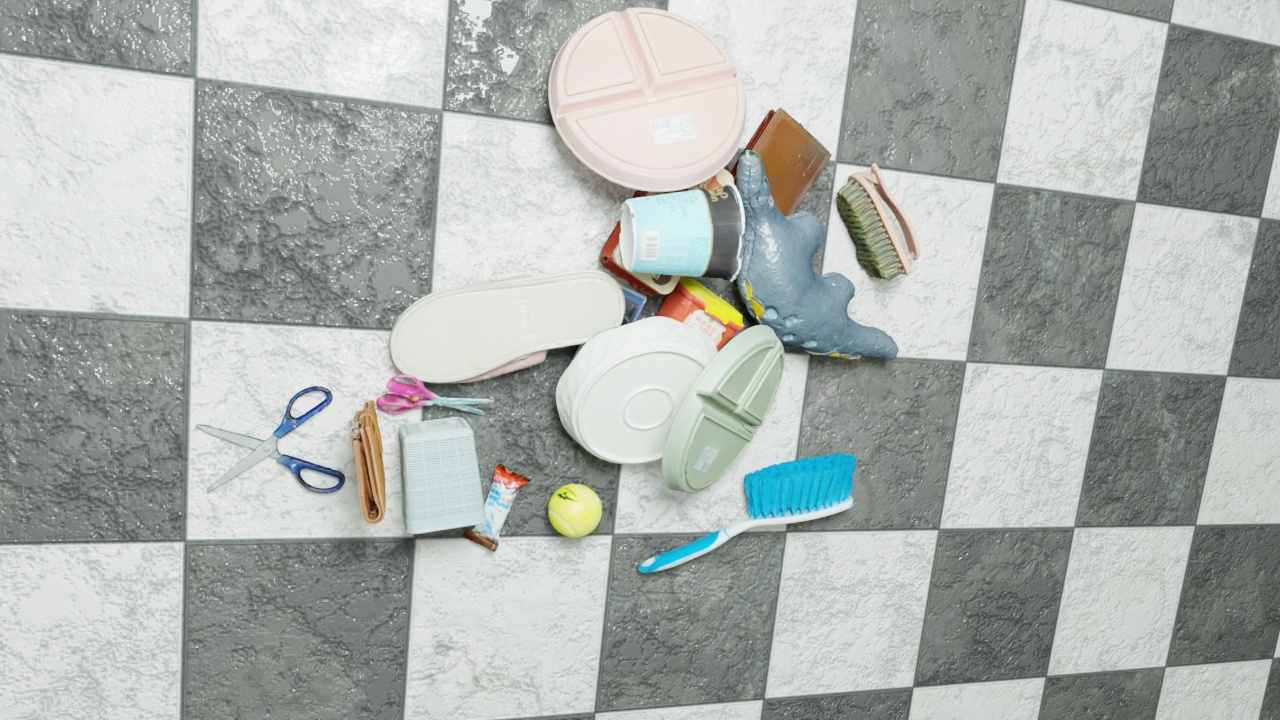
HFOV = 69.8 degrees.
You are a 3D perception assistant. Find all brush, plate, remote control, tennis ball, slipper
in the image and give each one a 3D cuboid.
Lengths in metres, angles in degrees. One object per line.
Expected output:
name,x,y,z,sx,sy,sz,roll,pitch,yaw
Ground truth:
brush,0.305,-0.177,1.181,0.073,0.063,0.145,-31,107,-6
plate,0.012,-0.298,1.025,0.229,0.028,0.229,3,74,-11
plate,0.106,0.064,1.104,0.229,0.027,0.231,-40,147,-33
remote control,-0.041,-0.033,1.115,0.049,0.024,0.125,26,93,-21
plate,0.005,0.045,1.091,0.204,0.045,0.205,-9,127,-12
brush,0.144,0.201,1.212,0.314,0.060,0.109,-9,107,-14
tennis ball,-0.080,0.184,1.124,0.065,0.065,0.065,-4,102,-18
slipper,-0.152,-0.043,1.059,0.274,0.054,0.114,-15,101,-5

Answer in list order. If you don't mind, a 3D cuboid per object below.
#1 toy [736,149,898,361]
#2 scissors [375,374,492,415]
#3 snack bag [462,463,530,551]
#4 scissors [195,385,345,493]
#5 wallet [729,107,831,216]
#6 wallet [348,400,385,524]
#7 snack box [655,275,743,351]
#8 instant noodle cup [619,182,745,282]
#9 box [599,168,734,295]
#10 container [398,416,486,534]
toy,0.192,-0.097,1.137,0.138,0.091,0.356,-38,117,4
scissors,-0.241,0.051,1.063,0.137,0.017,0.094,21,135,-39
snack bag,-0.174,0.179,1.113,0.048,0.026,0.104,27,91,-9
scissors,-0.404,0.098,1.029,0.175,0.012,0.162,-46,111,-4
wallet,0.171,-0.235,1.142,0.101,0.032,0.124,33,90,-24
wallet,-0.296,0.107,1.003,0.031,0.132,0.108,-7,101,-15
snack box,0.067,-0.047,1.120,0.091,0.082,0.080,32,99,-22
instant noodle cup,0.041,-0.139,1.008,0.120,0.111,0.111,-4,102,-12
box,0.029,-0.165,1.092,0.091,0.077,0.168,33,83,-20
container,-0.230,0.128,1.052,0.090,0.090,0.111,-6,100,-18
